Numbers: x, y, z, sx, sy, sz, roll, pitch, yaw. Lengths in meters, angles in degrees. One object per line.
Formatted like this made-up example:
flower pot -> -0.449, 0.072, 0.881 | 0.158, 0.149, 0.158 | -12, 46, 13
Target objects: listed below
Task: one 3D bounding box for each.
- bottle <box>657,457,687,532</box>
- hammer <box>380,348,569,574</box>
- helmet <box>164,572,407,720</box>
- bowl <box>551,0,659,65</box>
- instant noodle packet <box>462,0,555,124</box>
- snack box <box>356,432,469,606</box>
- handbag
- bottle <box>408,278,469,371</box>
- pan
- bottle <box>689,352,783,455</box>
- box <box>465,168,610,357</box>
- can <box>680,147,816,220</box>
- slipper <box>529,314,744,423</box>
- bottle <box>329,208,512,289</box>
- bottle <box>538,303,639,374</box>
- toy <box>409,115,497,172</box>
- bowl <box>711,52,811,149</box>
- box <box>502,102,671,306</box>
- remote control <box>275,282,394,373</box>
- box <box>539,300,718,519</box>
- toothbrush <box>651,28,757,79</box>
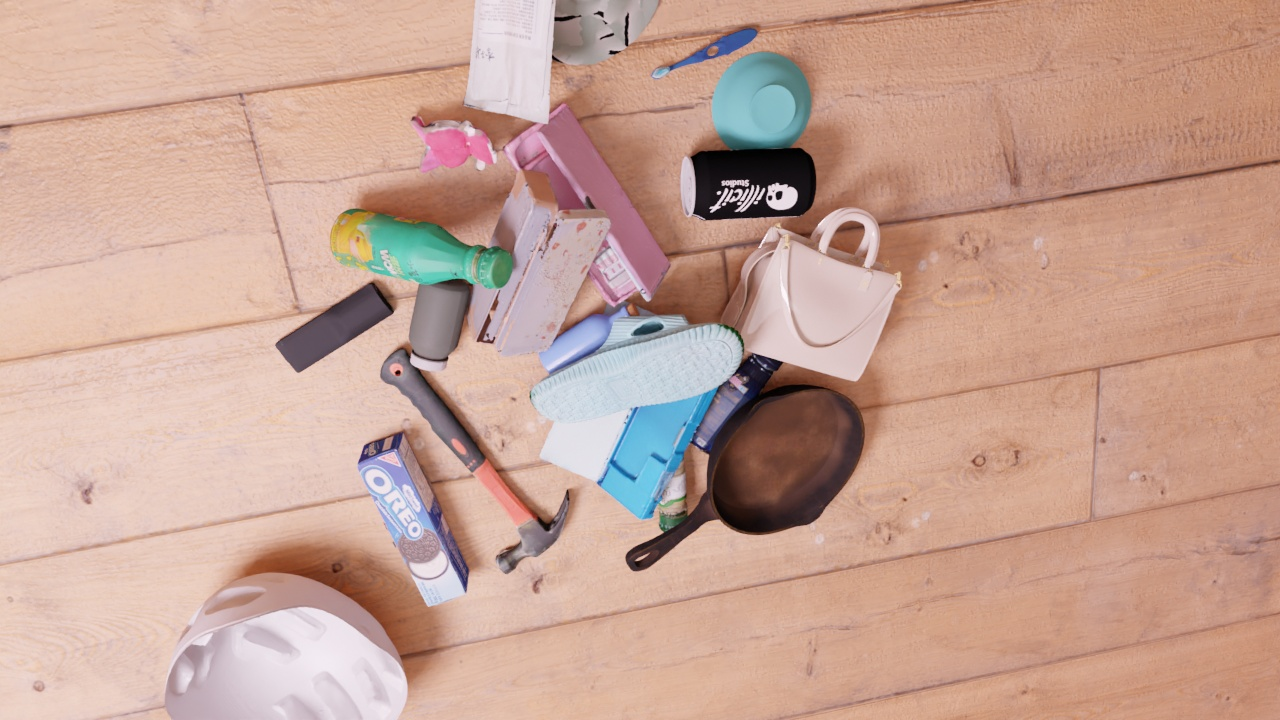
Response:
bottle -> 0.042, 0.175, 1.221 | 0.042, 0.042, 0.110 | -6, 110, -7
hammer -> -0.215, 0.122, 1.168 | 0.133, 0.033, 0.333 | -34, 110, 6
helmet -> -0.428, 0.385, 1.144 | 0.282, 0.183, 0.224 | 33, 107, -11
bowl -> -0.062, -0.406, 0.982 | 0.174, 0.068, 0.174 | -2, 110, -6
instant noodle packet -> -0.124, -0.392, 0.953 | 0.057, 0.147, 0.269 | -9, 115, -43
snack box -> -0.286, 0.205, 1.171 | 0.059, 0.059, 0.226 | -18, 112, 2
handbag -> 0.218, -0.093, 1.110 | 0.194, 0.101, 0.198 | 16, 114, -17
bottle -> -0.241, -0.045, 1.086 | 0.060, 0.060, 0.108 | 12, 107, -13
pan -> 0.129, 0.158, 1.188 | 0.356, 0.043, 0.249 | -32, 129, -5
bottle -> 0.122, 0.048, 1.180 | 0.056, 0.056, 0.161 | 34, 101, -18
box -> -0.131, -0.108, 1.037 | 0.094, 0.107, 0.217 | -20, 150, -44
can -> 0.125, -0.207, 1.076 | 0.146, 0.080, 0.080 | -4, 110, -8
slipper -> -0.006, 0.006, 1.086 | 0.277, 0.069, 0.116 | -18, 135, 21
bottle -> -0.238, -0.118, 1.002 | 0.210, 0.068, 0.068 | 14, 110, 23
bottle -> -0.059, -0.028, 1.118 | 0.131, 0.048, 0.048 | -33, 111, 13
toy -> -0.204, -0.245, 1.029 | 0.102, 0.050, 0.065 | 8, 133, 18
bowl -> 0.147, -0.294, 1.066 | 0.121, 0.046, 0.121 | -3, 110, -8
box -> -0.051, -0.172, 1.047 | 0.099, 0.098, 0.232 | -35, 111, -4
remote control -> -0.364, -0.038, 1.091 | 0.140, 0.021, 0.045 | -31, 110, 4
box -> -0.005, 0.058, 1.171 | 0.174, 0.063, 0.244 | 29, 105, 13
toothbrush -> 0.074, -0.351, 1.050 | 0.132, 0.016, 0.021 | -23, 114, 0
